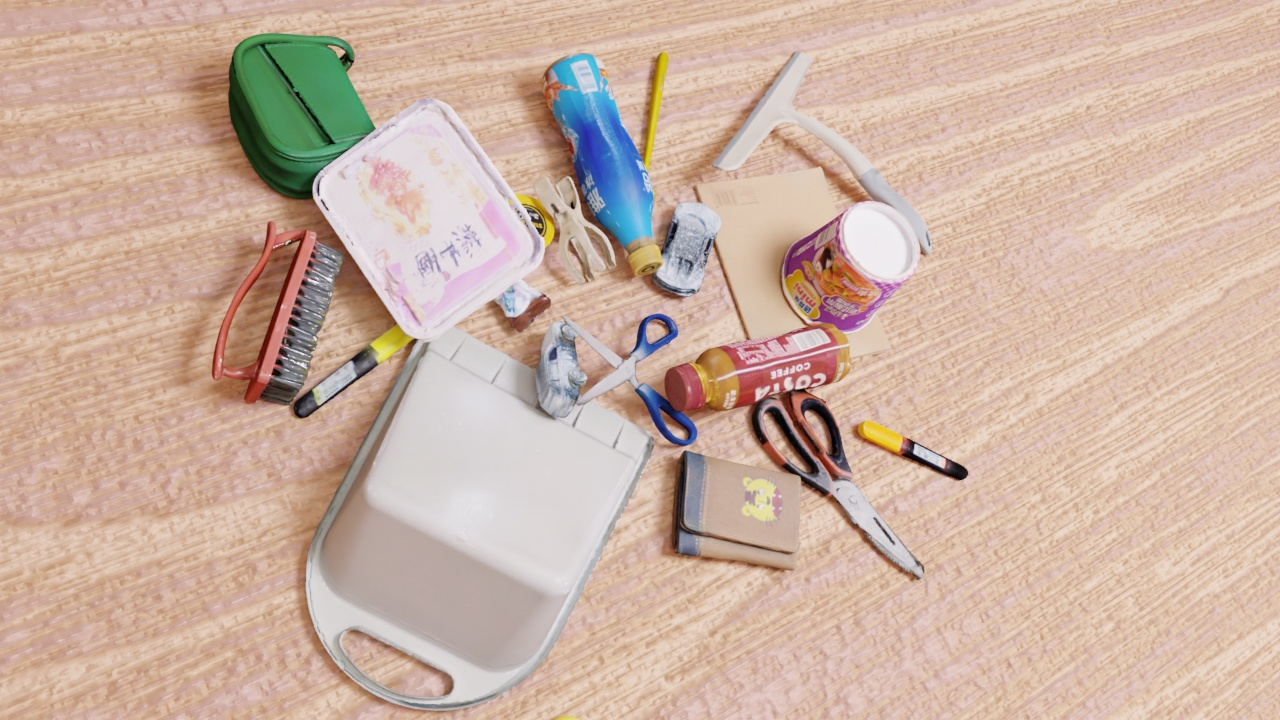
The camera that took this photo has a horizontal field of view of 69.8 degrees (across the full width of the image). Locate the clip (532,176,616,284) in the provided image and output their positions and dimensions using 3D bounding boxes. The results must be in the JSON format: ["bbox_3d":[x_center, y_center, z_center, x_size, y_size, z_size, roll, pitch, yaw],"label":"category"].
[{"bbox_3d":[-0.060,-0.121,0.834,0.100,0.035,0.075,62,30,2],"label":"clip"}]

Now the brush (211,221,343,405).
[{"bbox_3d":[-0.284,-0.042,0.721,0.069,0.063,0.145,21,62,-25],"label":"brush"}]

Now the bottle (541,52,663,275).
[{"bbox_3d":[-0.030,-0.182,0.863,0.065,0.065,0.218,-16,76,-24],"label":"bottle"}]

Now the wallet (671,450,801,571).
[{"bbox_3d":[0.085,0.132,0.799,0.115,0.033,0.090,14,65,-17],"label":"wallet"}]

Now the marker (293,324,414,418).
[{"bbox_3d":[-0.231,0.005,0.750,0.123,0.015,0.018,-42,92,-24],"label":"marker"}]

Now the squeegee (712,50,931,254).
[{"bbox_3d":[0.223,-0.199,0.959,0.246,0.039,0.245,40,52,-7],"label":"squeegee"}]

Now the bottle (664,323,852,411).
[{"bbox_3d":[0.105,0.008,0.822,0.174,0.058,0.057,-12,74,-26],"label":"bottle"}]

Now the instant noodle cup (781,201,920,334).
[{"bbox_3d":[0.206,-0.093,0.877,0.111,0.099,0.111,7,69,-17],"label":"instant noodle cup"}]

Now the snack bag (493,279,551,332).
[{"bbox_3d":[-0.127,-0.073,0.808,0.105,0.026,0.045,46,61,1],"label":"snack bag"}]

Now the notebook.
[{"bbox_3d":[0.153,-0.094,0.921,0.149,0.012,0.211,-12,74,-22],"label":"notebook"}]

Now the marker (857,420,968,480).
[{"bbox_3d":[0.264,0.088,0.887,0.124,0.015,0.018,24,65,-12],"label":"marker"}]

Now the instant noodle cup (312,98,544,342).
[{"bbox_3d":[-0.171,-0.113,0.768,0.138,0.060,0.173,-36,83,0],"label":"instant noodle cup"}]

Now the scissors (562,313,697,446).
[{"bbox_3d":[-0.003,0.009,0.795,0.176,0.012,0.161,48,41,-21],"label":"scissors"}]

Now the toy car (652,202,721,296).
[{"bbox_3d":[0.046,-0.110,0.876,0.049,0.031,0.105,19,63,-2],"label":"toy car"}]

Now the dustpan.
[{"bbox_3d":[-0.137,0.131,0.735,0.222,0.143,0.257,29,34,-6],"label":"dustpan"}]

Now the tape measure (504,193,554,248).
[{"bbox_3d":[-0.108,-0.121,0.830,0.060,0.029,0.057,7,67,-38],"label":"tape measure"}]

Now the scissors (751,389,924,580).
[{"bbox_3d":[0.196,0.109,0.854,0.210,0.015,0.176,18,64,-12],"label":"scissors"}]

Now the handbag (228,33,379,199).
[{"bbox_3d":[-0.284,-0.212,0.792,0.120,0.068,0.131,-20,76,-32],"label":"handbag"}]

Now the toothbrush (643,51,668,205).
[{"bbox_3d":[0.015,-0.233,0.926,0.016,0.016,0.189,15,65,-18],"label":"toothbrush"}]

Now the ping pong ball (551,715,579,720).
[{"bbox_3d":[-0.056,0.286,0.683,0.040,0.040,0.040,7,68,-17],"label":"ping pong ball"}]

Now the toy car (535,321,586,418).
[{"bbox_3d":[-0.070,0.006,0.775,0.034,0.043,0.090,9,47,-21],"label":"toy car"}]
